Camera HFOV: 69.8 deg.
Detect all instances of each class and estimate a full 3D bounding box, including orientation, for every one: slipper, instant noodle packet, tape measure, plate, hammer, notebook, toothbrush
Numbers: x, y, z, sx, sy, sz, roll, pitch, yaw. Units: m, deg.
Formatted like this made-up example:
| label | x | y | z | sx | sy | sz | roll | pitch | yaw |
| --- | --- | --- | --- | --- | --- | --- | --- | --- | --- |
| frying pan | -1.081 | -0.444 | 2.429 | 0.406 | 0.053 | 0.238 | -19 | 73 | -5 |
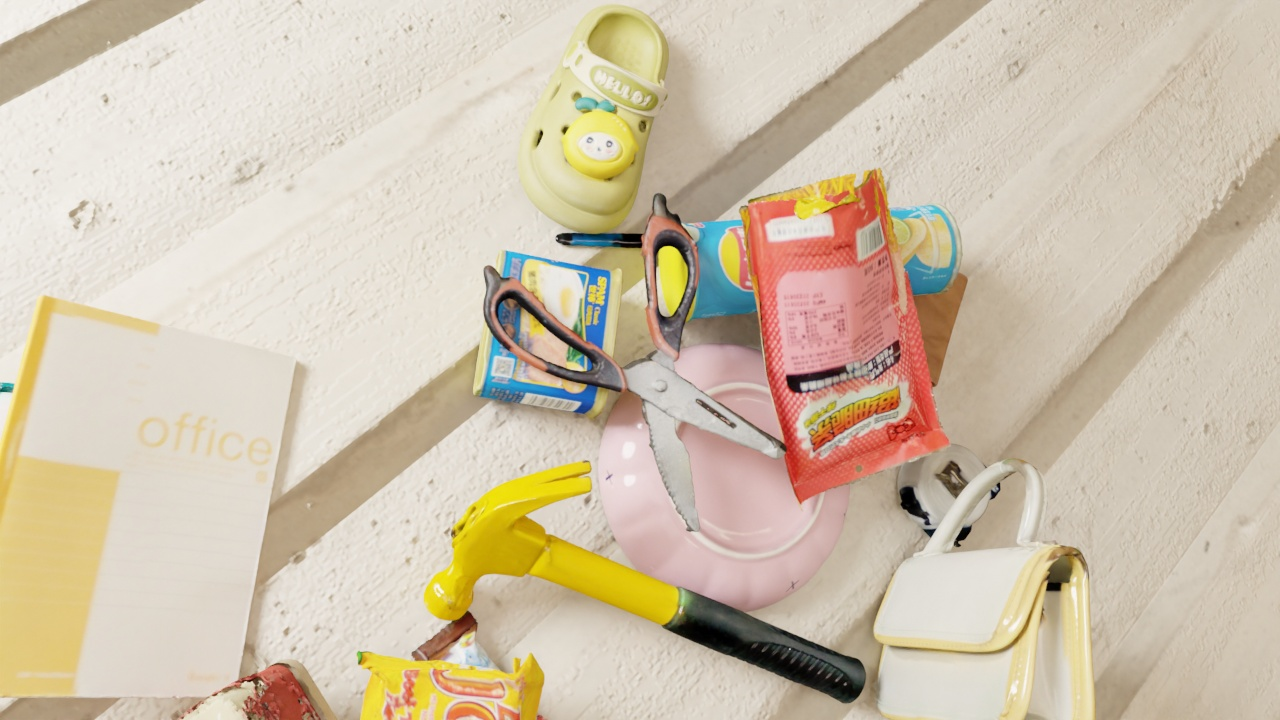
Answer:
| label | x | y | z | sx | sy | sz | roll | pitch | yaw |
| --- | --- | --- | --- | --- | --- | --- | --- | --- | --- |
| slipper | -0.026 | -0.186 | 0.653 | 0.091 | 0.082 | 0.190 | 19 | 69 | -10 |
| instant noodle packet | -0.114 | 0.232 | 0.528 | 0.110 | 0.044 | 0.128 | 6 | 86 | -6 |
| tape measure | 0.230 | 0.097 | 0.694 | 0.066 | 0.034 | 0.065 | 44 | 67 | -4 |
| plate | 0.067 | 0.078 | 0.642 | 0.192 | 0.039 | 0.192 | 4 | 76 | -17 |
| hammer | 0.021 | 0.159 | 0.591 | 0.300 | 0.032 | 0.129 | 27 | 112 | -18 |
| notebook | -0.279 | 0.080 | 0.512 | 0.145 | 0.010 | 0.206 | 19 | 70 | -41 |
| toothbrush | 0.030 | -0.090 | 0.682 | 0.189 | 0.016 | 0.014 | -1 | 66 | -17 |

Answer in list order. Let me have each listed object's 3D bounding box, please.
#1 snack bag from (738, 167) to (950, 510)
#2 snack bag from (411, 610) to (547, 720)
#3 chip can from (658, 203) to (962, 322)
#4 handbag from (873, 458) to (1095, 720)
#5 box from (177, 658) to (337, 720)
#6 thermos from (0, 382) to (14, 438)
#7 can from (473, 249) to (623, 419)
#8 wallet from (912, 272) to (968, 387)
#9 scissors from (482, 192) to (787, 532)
| label | x | y | z | sx | sy | sz | roll | pitch | yaw |
| --- | --- | --- | --- | --- | --- | --- | --- | --- | --- |
| snack bag | 0.134 | -0.015 | 0.610 | 0.128 | 0.073 | 0.208 | -20 | 105 | -18 |
| snack bag | -0.093 | 0.208 | 0.566 | 0.048 | 0.026 | 0.104 | -35 | 89 | -31 |
| chip can | 0.123 | -0.073 | 0.669 | 0.210 | 0.071 | 0.071 | -7 | 79 | -14 |
| handbag | 0.219 | 0.155 | 0.607 | 0.063 | 0.164 | 0.178 | 14 | 72 | -14 |
| box | -0.185 | 0.251 | 0.472 | 0.091 | 0.078 | 0.168 | -37 | 83 | 8 |
| thermos | -0.434 | 0.049 | 0.472 | 0.224 | 0.073 | 0.073 | -3 | 78 | -19 |
| can | -0.062 | -0.018 | 0.614 | 0.083 | 0.057 | 0.102 | 10 | 74 | -13 |
| wallet | 0.197 | -0.046 | 0.726 | 0.115 | 0.020 | 0.101 | 25 | 69 | -8 |
| scissors | -0.002 | 0.000 | 0.583 | 0.189 | 0.015 | 0.225 | -3 | 82 | -12 |
